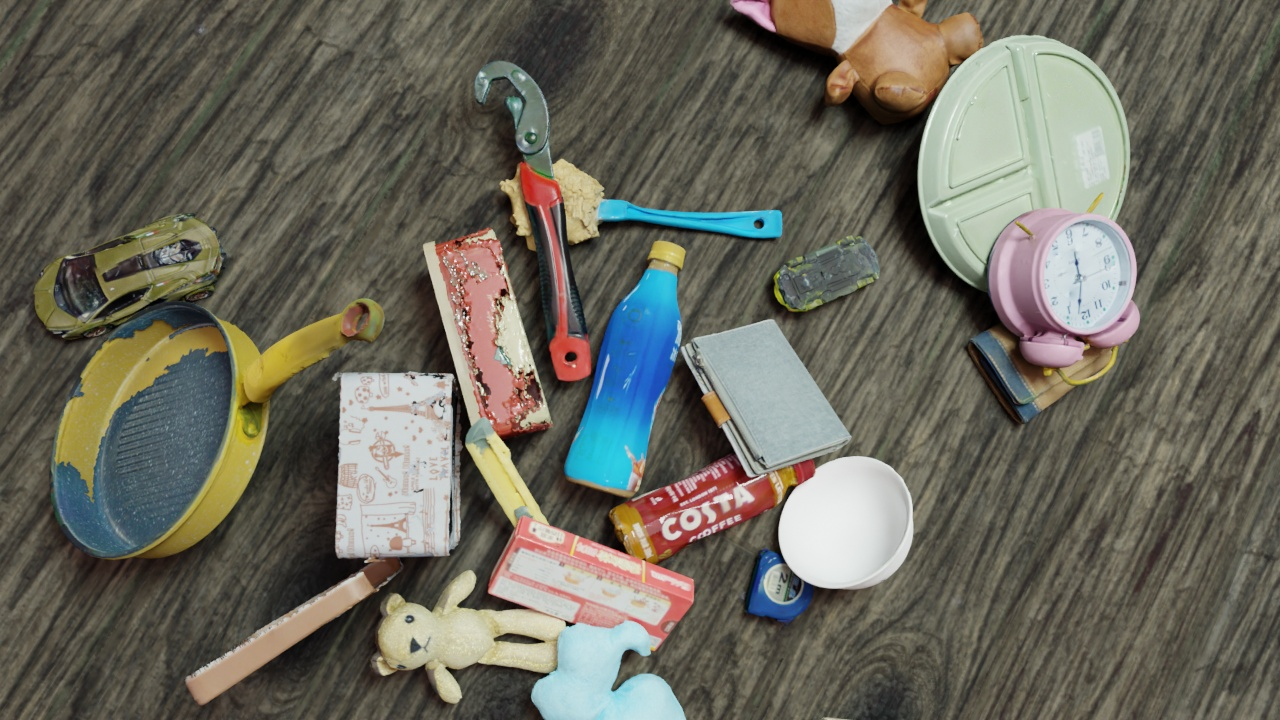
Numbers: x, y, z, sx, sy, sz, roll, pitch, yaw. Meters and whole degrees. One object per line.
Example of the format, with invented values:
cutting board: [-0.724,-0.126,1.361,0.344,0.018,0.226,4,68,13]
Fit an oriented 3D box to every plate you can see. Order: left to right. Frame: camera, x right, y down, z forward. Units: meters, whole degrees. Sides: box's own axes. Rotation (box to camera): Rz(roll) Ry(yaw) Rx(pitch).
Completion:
plate: [0.348,-0.171,0.816,0.230,0.027,0.230,-4,102,-20]

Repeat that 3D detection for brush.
brush: [0.002,-0.130,0.815,0.254,0.046,0.083,4,79,-9]

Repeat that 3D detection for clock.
clock: [0.370,-0.056,0.791,0.117,0.060,0.158,-20,102,-16]

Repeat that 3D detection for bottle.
bottle: [-0.005,0.005,0.778,0.065,0.065,0.218,17,82,-4]
bottle: [0.062,0.116,0.775,0.175,0.057,0.057,-24,86,-8]

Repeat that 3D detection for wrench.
wrench: [-0.083,-0.116,0.770,0.056,0.016,0.273,-14,93,-2]

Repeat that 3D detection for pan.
pan: [-0.303,0.027,0.653,0.358,0.078,0.197,-16,67,22]

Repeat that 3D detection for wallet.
wallet: [0.101,0.031,0.773,0.106,0.037,0.129,-14,61,-28]
wallet: [0.368,-0.008,0.839,0.115,0.033,0.090,-30,86,-12]

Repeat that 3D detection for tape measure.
tape measure: [0.119,0.195,0.788,0.054,0.025,0.058,17,85,-6]

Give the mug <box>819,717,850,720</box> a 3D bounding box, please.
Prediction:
mug: [0.196,0.353,0.755,0.106,0.081,0.115,9,111,-3]

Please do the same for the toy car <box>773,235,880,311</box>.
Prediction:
toy car: [0.167,-0.076,0.825,0.105,0.032,0.048,-23,85,-20]

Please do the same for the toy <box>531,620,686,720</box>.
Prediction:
toy: [-0.017,0.294,0.744,0.156,0.050,0.161,26,90,-9]

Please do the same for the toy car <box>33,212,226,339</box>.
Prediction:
toy car: [-0.423,-0.069,0.758,0.158,0.042,0.070,-24,85,-6]

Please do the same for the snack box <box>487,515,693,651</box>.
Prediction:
snack box: [-0.040,0.182,0.742,0.153,0.025,0.075,22,124,-10]

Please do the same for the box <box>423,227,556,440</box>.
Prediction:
box: [-0.116,-0.020,0.757,0.076,0.091,0.168,-17,85,-5]

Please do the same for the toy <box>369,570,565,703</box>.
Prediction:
toy: [-0.134,0.225,0.738,0.157,0.066,0.105,8,85,-20]

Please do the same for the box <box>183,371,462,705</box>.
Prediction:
box: [-0.207,0.130,0.686,0.134,0.179,0.270,30,80,-4]

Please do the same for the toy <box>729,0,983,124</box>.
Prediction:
toy: [0.192,-0.303,0.816,0.199,0.131,0.140,44,75,10]

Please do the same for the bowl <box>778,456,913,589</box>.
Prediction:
bowl: [0.183,0.148,0.774,0.118,0.118,0.064,-53,129,-10]

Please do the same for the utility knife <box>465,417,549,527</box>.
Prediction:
utility knife: [-0.087,0.130,0.741,0.031,0.021,0.205,-20,120,14]
